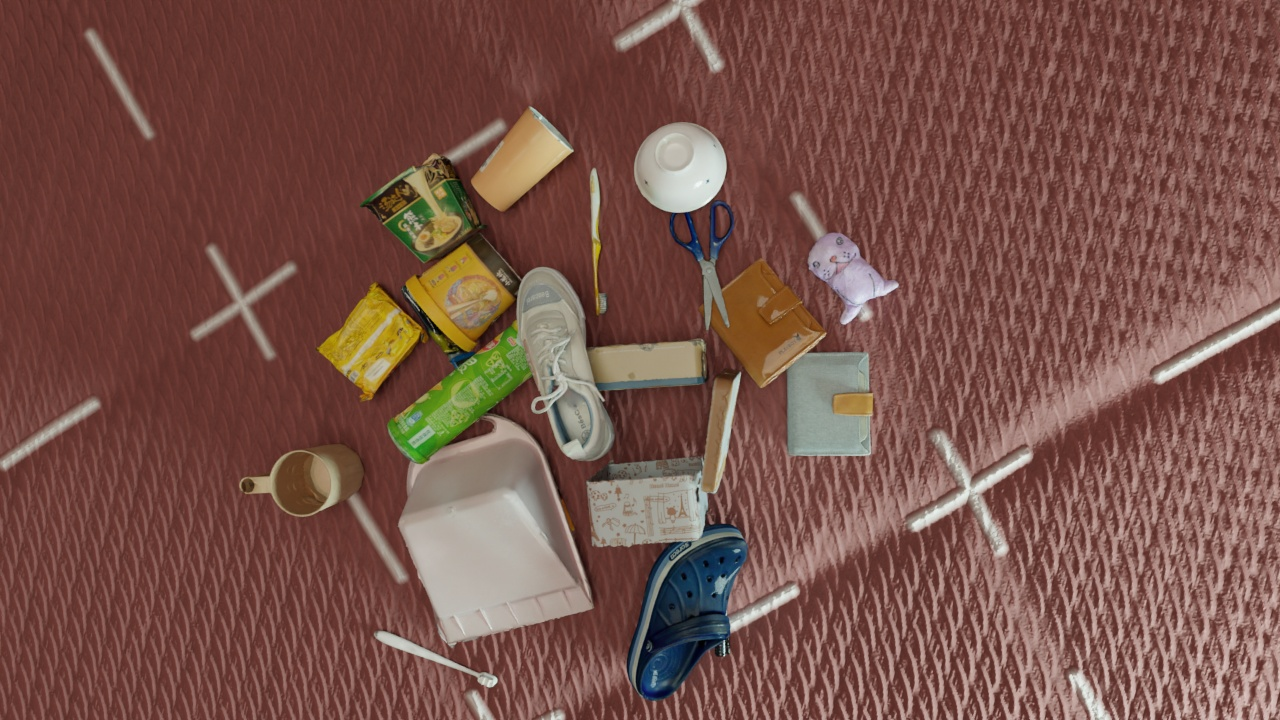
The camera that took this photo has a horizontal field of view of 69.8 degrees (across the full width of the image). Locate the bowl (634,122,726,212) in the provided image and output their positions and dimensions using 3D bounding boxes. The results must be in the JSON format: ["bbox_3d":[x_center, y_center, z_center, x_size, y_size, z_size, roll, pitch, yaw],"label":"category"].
[{"bbox_3d":[0.046,-0.250,1.145,0.118,0.064,0.118,-1,84,8],"label":"bowl"}]

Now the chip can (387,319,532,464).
[{"bbox_3d":[-0.219,0.042,1.170,0.221,0.072,0.072,-39,86,-4],"label":"chip can"}]

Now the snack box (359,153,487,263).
[{"bbox_3d":[-0.271,-0.187,1.177,0.117,0.118,0.105,-34,97,7],"label":"snack box"}]

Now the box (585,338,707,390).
[{"bbox_3d":[-0.007,0.007,1.153,0.184,0.089,0.059,-6,91,10],"label":"box"}]

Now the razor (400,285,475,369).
[{"bbox_3d":[-0.275,-0.043,1.218,0.142,0.042,0.022,50,123,8],"label":"razor"}]

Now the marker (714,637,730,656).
[{"bbox_3d":[0.105,0.315,1.181,0.022,0.018,0.130,0,92,-2],"label":"marker"}]

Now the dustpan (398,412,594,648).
[{"bbox_3d":[-0.195,0.214,1.213,0.223,0.138,0.273,-14,116,12],"label":"dustpan"}]

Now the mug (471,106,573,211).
[{"bbox_3d":[-0.156,-0.254,1.175,0.123,0.078,0.078,-43,86,11],"label":"mug"}]

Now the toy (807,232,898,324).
[{"bbox_3d":[0.253,-0.108,1.140,0.084,0.039,0.108,-40,87,15],"label":"toy"}]

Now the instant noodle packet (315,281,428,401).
[{"bbox_3d":[-0.357,-0.022,1.220,0.111,0.044,0.128,43,93,11],"label":"instant noodle packet"}]

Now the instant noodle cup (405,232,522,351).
[{"bbox_3d":[-0.217,-0.091,1.169,0.114,0.118,0.118,-42,86,-2],"label":"instant noodle cup"}]

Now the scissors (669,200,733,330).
[{"bbox_3d":[0.076,-0.123,1.161,0.141,0.012,0.171,22,83,13],"label":"scissors"}]

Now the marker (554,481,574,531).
[{"bbox_3d":[-0.116,0.168,1.206,0.015,0.018,0.124,-23,87,3],"label":"marker"}]

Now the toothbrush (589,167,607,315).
[{"bbox_3d":[-0.054,-0.154,1.191,0.018,0.016,0.191,-2,91,-3],"label":"toothbrush"}]

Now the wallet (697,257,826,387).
[{"bbox_3d":[0.152,-0.048,1.148,0.108,0.031,0.132,-39,74,6],"label":"wallet"}]

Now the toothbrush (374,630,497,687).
[{"bbox_3d":[-0.278,0.401,1.234,0.180,0.016,0.016,20,92,7],"label":"toothbrush"}]

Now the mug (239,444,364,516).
[{"bbox_3d":[-0.441,0.155,1.206,0.125,0.103,0.084,-4,91,8],"label":"mug"}]

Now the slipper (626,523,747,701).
[{"bbox_3d":[0.057,0.319,1.125,0.095,0.105,0.253,41,113,49],"label":"slipper"}]

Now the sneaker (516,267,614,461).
[{"bbox_3d":[-0.101,0.004,1.082,0.090,0.090,0.242,-20,83,16],"label":"sneaker"}]

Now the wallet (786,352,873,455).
[{"bbox_3d":[0.236,0.054,1.147,0.106,0.037,0.129,-1,90,9],"label":"wallet"}]

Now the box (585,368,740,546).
[{"bbox_3d":[0.023,0.114,1.106,0.156,0.180,0.227,10,95,9],"label":"box"}]
